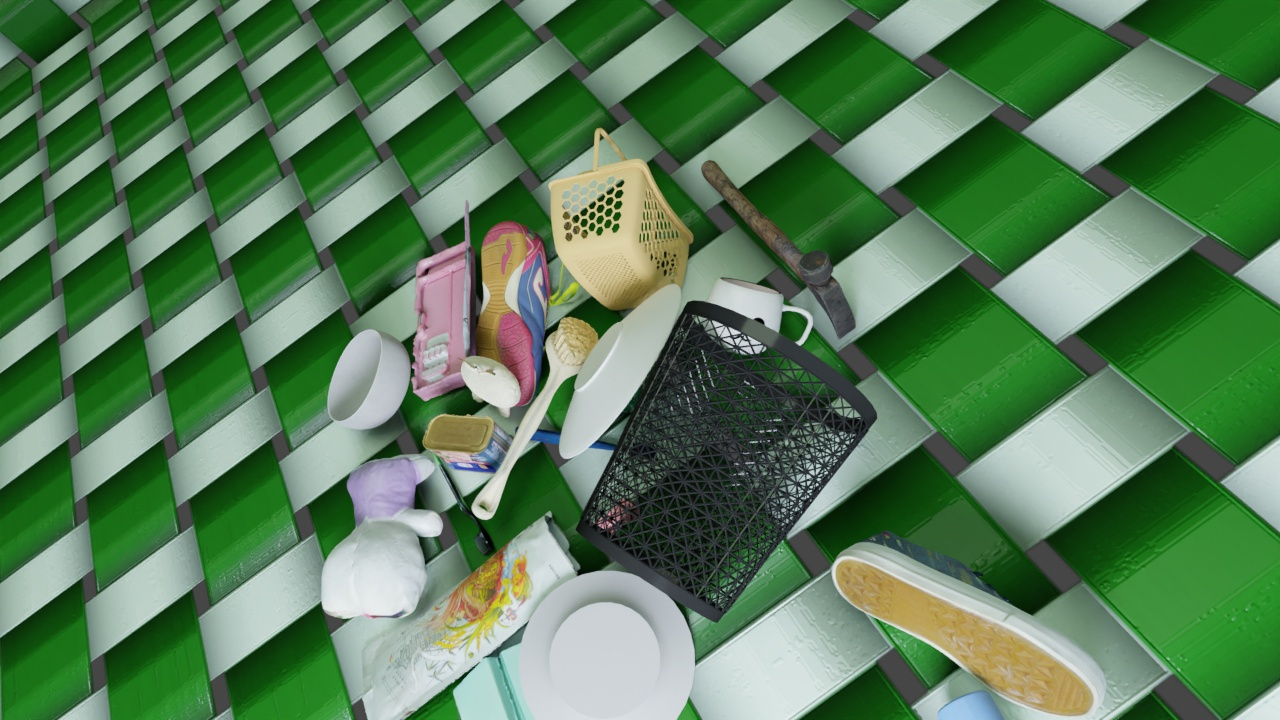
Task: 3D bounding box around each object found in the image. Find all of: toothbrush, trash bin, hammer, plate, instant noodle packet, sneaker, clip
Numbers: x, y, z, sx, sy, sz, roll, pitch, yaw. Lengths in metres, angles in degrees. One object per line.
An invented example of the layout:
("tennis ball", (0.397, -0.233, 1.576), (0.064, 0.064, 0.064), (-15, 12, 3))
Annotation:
("toothbrush", (-0.221, 0.165, 1.106), (0.017, 0.014, 0.188), (-45, 51, 4))
("trash bin", (0.071, 0.103, 0.891), (0.217, 0.217, 0.243), (28, 81, 36))
("hammer", (0.151, -0.151, 1.092), (0.033, 0.120, 0.330), (-33, 42, 2))
("toothbrush", (-0.069, 0.094, 1.075), (0.190, 0.017, 0.016), (6, 61, 29))
("plate", (-0.036, 0.003, 1.019), (0.230, 0.030, 0.229), (-51, 15, 19))
("instant noodle packet", (-0.190, 0.275, 0.986), (0.269, 0.057, 0.147), (-37, 29, -2))
("plate", (-0.034, 0.291, 0.891), (0.173, 0.019, 0.172), (-1, 69, 3))
("sneaker", (-0.144, -0.058, 1.179), (0.116, 0.091, 0.241), (-10, 76, 28))
("clip", (-0.027, 0.179, 1.007), (0.059, 0.041, 0.023), (-31, 54, -9))
("sneaker", (0.287, 0.213, 0.795), (0.236, 0.088, 0.079), (26, 41, 31))

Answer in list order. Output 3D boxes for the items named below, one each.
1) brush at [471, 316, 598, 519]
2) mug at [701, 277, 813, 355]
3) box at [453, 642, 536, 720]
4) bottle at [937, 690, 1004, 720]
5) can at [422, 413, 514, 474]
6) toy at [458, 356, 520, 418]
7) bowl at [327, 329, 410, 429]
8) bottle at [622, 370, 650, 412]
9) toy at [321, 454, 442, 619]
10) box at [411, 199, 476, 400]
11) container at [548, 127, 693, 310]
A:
("brush", (-0.125, 0.064, 1.080), (0.062, 0.077, 0.271), (27, 66, -2))
("mug", (0.131, -0.044, 1.032), (0.124, 0.090, 0.076), (14, 102, 0))
("box", (-0.106, 0.371, 0.901), (0.138, 0.056, 0.187), (-38, 52, 7))
("bottle", (0.290, 0.334, 0.730), (0.048, 0.048, 0.131), (-28, 52, 7))
("can", (-0.206, 0.100, 1.111), (0.100, 0.059, 0.053), (2, 60, 26))
("toy", (-0.182, 0.024, 1.103), (0.087, 0.112, 0.050), (30, 57, 27))
("bowl", (-0.350, 0.030, 1.212), (0.132, 0.064, 0.131), (-25, 53, 38))
("bottle", (-0.006, 0.006, 1.087), (0.043, 0.043, 0.109), (7, 62, 29))
("toy", (-0.304, 0.204, 1.079), (0.138, 0.085, 0.209), (-17, 49, 14))
("box", (-0.245, -0.077, 1.229), (0.173, 0.075, 0.232), (-42, 42, 40))
("container", (-0.023, -0.170, 1.118), (0.129, 0.183, 0.166), (-7, 65, 22))
